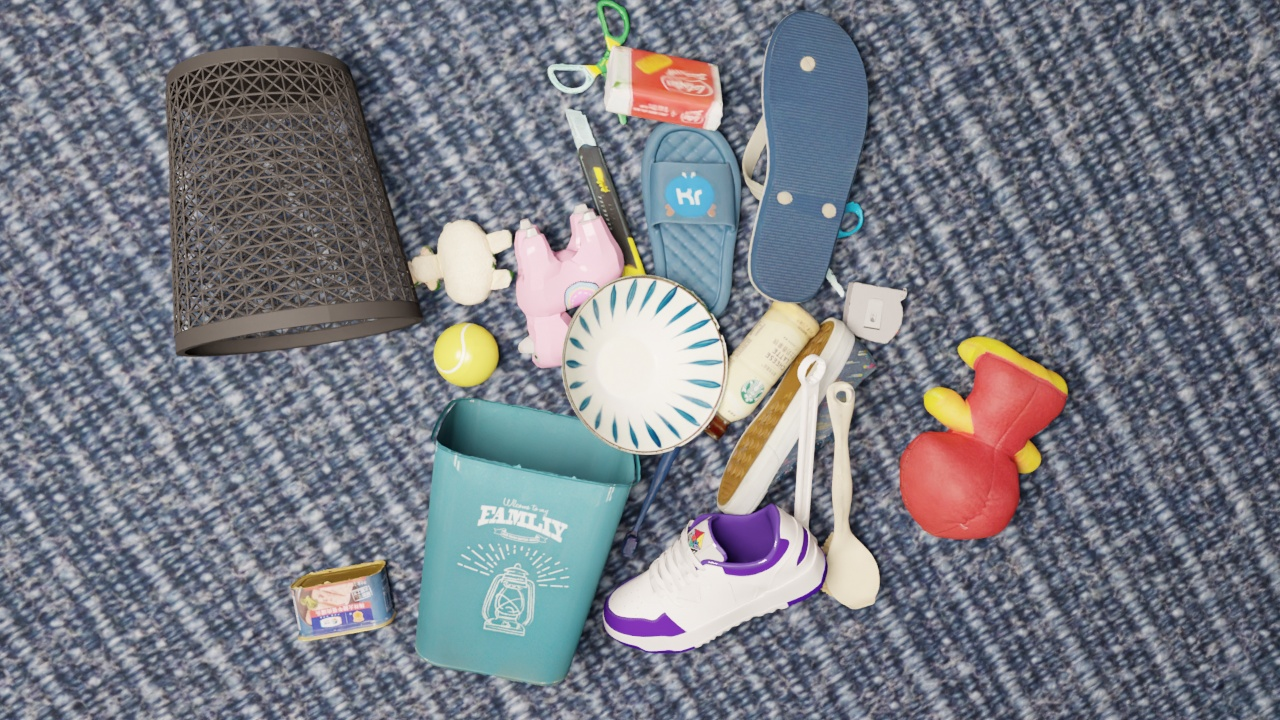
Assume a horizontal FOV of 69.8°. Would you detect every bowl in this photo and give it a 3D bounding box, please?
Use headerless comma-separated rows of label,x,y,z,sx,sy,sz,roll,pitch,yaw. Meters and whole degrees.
bowl,-0.006,0.005,0.931,0.177,0.071,0.177,1,86,-22

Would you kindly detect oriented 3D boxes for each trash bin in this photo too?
trash bin,-0.120,0.175,0.905,0.196,0.199,0.219,12,101,-5
trash bin,-0.331,-0.141,0.852,0.217,0.217,0.243,-10,90,-3

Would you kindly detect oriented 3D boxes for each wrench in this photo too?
wrench,0.168,0.113,0.936,0.047,0.009,0.274,-22,127,-28

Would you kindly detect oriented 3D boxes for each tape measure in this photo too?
tape measure,0.249,-0.052,0.982,0.060,0.020,0.062,9,95,-4

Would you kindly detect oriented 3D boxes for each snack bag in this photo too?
snack bag,0.023,-0.272,0.915,0.116,0.036,0.076,8,52,-11

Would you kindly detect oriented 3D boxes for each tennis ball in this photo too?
tennis ball,-0.178,-0.006,0.938,0.065,0.065,0.065,0,96,-4

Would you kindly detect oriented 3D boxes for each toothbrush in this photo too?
toothbrush,0.021,0.125,0.987,0.016,0.017,0.190,24,94,-6

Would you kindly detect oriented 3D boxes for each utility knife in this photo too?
utility knife,-0.037,-0.167,0.955,0.029,0.020,0.203,-21,96,-3

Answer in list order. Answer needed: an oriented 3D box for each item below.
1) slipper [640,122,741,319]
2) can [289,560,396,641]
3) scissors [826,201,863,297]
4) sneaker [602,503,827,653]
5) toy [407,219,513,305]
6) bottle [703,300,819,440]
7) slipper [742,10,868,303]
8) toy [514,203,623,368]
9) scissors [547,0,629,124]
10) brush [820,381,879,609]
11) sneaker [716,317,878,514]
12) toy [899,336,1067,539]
slipper,0.057,-0.141,0.943,0.104,0.059,0.214,-4,97,-5
can,-0.312,0.251,0.962,0.100,0.054,0.059,-10,95,-3
scissors,0.178,-0.124,0.976,0.133,0.014,0.127,32,97,-10
sneaker,0.059,0.214,0.929,0.244,0.091,0.111,-22,125,12
toy,-0.181,-0.099,0.936,0.112,0.050,0.087,-11,92,6
bottle,0.117,0.010,0.962,0.056,0.056,0.162,39,92,-6
slipper,0.165,-0.204,0.943,0.118,0.060,0.295,9,90,-7
toy,-0.075,-0.071,0.932,0.123,0.067,0.158,-16,114,-10
scissors,-0.035,-0.304,0.943,0.131,0.011,0.125,-13,97,-5
brush,0.209,0.141,0.946,0.062,0.077,0.272,-20,118,-21
sneaker,0.168,0.072,0.960,0.079,0.087,0.235,33,90,-12
toy,0.358,0.090,0.968,0.147,0.099,0.216,28,88,2
